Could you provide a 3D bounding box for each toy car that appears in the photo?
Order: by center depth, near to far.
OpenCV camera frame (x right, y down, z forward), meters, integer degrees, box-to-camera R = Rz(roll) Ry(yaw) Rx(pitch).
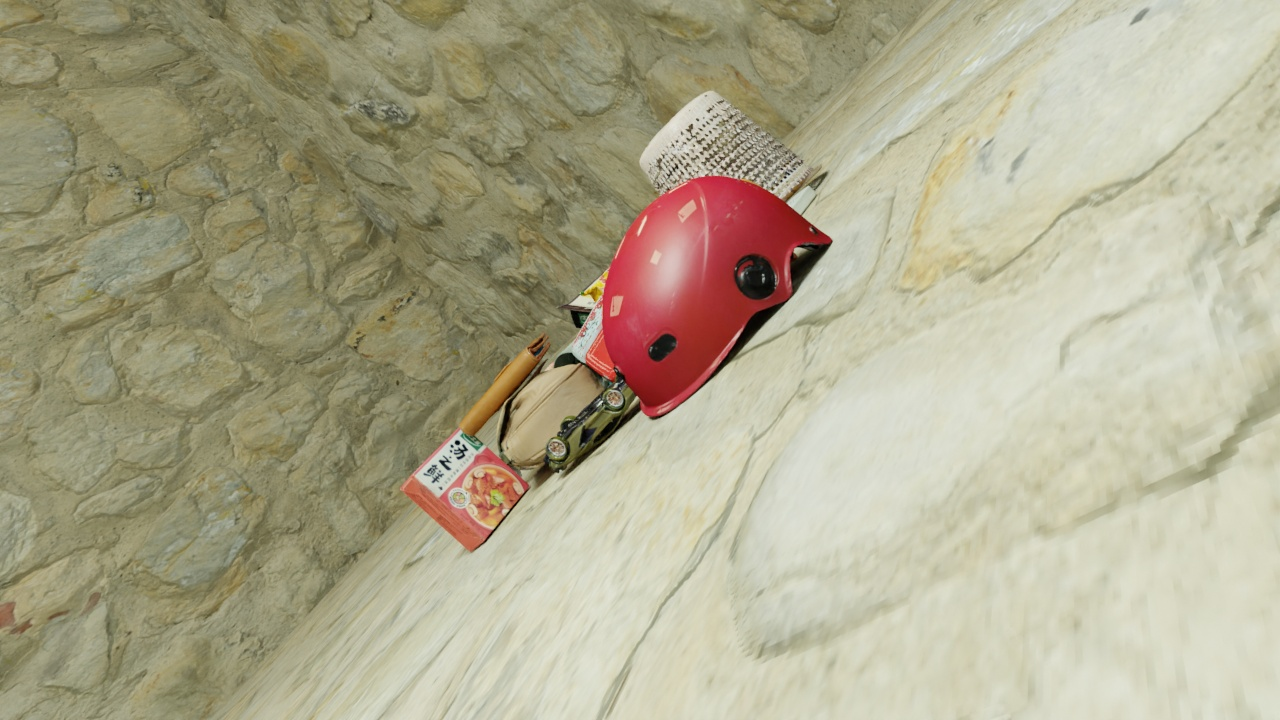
[{"bbox_3d":[-0.045,0.059,0.964,0.158,0.042,0.070,-43,6,23],"label":"toy car"}]

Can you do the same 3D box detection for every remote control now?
[{"bbox_3d":[0.173,-0.170,1.155,0.058,0.021,0.149,-39,8,46],"label":"remote control"}]

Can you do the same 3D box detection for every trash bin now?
[{"bbox_3d":[0.113,-0.266,1.318,0.227,0.192,0.227,-43,1,1],"label":"trash bin"}]

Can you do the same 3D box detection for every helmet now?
[{"bbox_3d":[0.041,-0.076,0.856,0.239,0.144,0.207,-50,10,-31],"label":"helmet"}]

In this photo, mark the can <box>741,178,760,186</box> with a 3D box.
[{"bbox_3d":[0.114,-0.160,1.184,0.146,0.058,0.058,-56,2,22],"label":"can"}]

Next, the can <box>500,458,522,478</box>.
[{"bbox_3d":[-0.207,0.176,1.210,0.135,0.053,0.053,-39,9,46],"label":"can"}]

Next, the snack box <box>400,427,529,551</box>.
[{"bbox_3d":[-0.202,0.144,1.101,0.044,0.113,0.126,-45,5,42],"label":"snack box"}]

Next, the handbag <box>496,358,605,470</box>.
[{"bbox_3d":[-0.114,0.064,1.120,0.147,0.100,0.204,-41,1,-6],"label":"handbag"}]

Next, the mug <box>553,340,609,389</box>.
[{"bbox_3d":[-0.048,-0.004,1.311,0.124,0.084,0.103,-7,28,34],"label":"mug"}]

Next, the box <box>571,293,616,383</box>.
[{"bbox_3d":[-0.008,-0.076,1.103,0.201,0.050,0.161,-58,34,1],"label":"box"}]

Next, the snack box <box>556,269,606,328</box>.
[{"bbox_3d":[-0.034,-0.082,1.305,0.113,0.053,0.125,9,41,35],"label":"snack box"}]

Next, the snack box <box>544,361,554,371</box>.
[{"bbox_3d":[-0.122,0.049,1.385,0.094,0.077,0.093,-48,6,-29],"label":"snack box"}]

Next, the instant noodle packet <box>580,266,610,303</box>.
[{"bbox_3d":[0.002,-0.083,1.196,0.110,0.128,0.044,-45,-3,-3],"label":"instant noodle packet"}]

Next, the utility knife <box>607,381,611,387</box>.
[{"bbox_3d":[-0.017,-0.001,1.234,0.029,0.013,0.177,0,32,15],"label":"utility knife"}]

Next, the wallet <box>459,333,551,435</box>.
[{"bbox_3d":[-0.161,0.027,1.133,0.131,0.035,0.119,-48,8,14],"label":"wallet"}]
